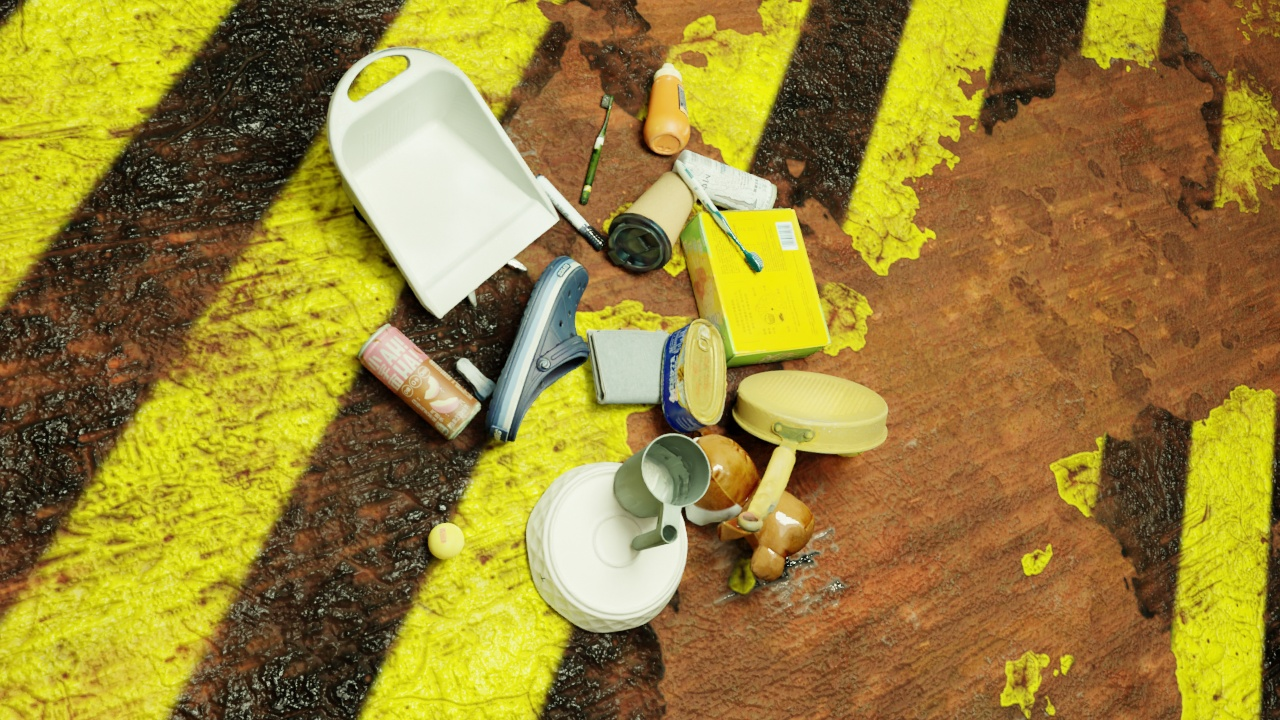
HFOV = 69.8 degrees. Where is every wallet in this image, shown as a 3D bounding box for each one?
[{"bbox_3d":[-0.007,0.007,1.185,0.129,0.037,0.106,2,68,-36],"label":"wallet"}]

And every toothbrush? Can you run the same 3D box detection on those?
[{"bbox_3d":[-0.063,-0.298,1.285,0.017,0.012,0.185,16,67,-9],"label":"toothbrush"},{"bbox_3d":[0.106,-0.196,1.236,0.018,0.016,0.191,-31,82,-38],"label":"toothbrush"}]

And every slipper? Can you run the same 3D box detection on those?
[{"bbox_3d":[-0.110,-0.014,1.114,0.095,0.105,0.252,23,68,-5],"label":"slipper"}]

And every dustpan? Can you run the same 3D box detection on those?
[{"bbox_3d":[-0.244,-0.230,1.094,0.258,0.143,0.222,45,64,1],"label":"dustpan"}]

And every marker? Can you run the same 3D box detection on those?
[{"bbox_3d":[-0.094,-0.200,1.233,0.130,0.023,0.018,47,36,-2],"label":"marker"}]

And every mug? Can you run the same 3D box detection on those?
[{"bbox_3d":[0.020,0.155,1.059,0.083,0.104,0.123,15,68,-17],"label":"mug"}]

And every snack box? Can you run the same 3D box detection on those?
[{"bbox_3d":[0.157,-0.101,1.270,0.157,0.070,0.210,-7,75,-23],"label":"snack box"}]

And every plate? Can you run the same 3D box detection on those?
[{"bbox_3d":[-0.033,0.219,1.101,0.204,0.046,0.204,7,69,-19],"label":"plate"}]

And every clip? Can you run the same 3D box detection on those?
[{"bbox_3d":[-0.202,0.021,1.117,0.058,0.036,0.025,48,65,-1],"label":"clip"}]

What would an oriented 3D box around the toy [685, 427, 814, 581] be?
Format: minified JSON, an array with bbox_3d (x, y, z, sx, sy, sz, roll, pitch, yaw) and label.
[{"bbox_3d":[0.118,0.173,1.146,0.131,0.140,0.199,-40,87,14],"label":"toy"}]

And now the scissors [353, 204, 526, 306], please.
[{"bbox_3d":[-0.253,-0.176,1.163,0.232,0.022,0.220,6,71,-18],"label":"scissors"}]

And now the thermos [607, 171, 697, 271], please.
[{"bbox_3d":[0.020,-0.190,1.242,0.093,0.093,0.142,37,55,-6],"label":"thermos"}]

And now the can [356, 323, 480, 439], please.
[{"bbox_3d":[-0.258,0.026,1.071,0.147,0.058,0.057,42,63,-3],"label":"can"}]

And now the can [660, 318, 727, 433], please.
[{"bbox_3d":[0.068,0.020,1.178,0.074,0.049,0.148,25,56,-35],"label":"can"}]

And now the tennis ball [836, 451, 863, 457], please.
[{"bbox_3d":[0.283,0.099,1.254,0.065,0.066,0.065,7,70,-19],"label":"tennis ball"}]

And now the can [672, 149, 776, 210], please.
[{"bbox_3d":[0.118,-0.250,1.313,0.146,0.058,0.058,17,67,-15],"label":"can"}]

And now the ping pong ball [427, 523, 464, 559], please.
[{"bbox_3d":[-0.219,0.204,1.034,0.040,0.040,0.040,7,70,-19],"label":"ping pong ball"}]

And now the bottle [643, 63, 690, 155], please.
[{"bbox_3d":[0.039,-0.370,1.324,0.066,0.067,0.149,12,61,-18],"label":"bottle"}]

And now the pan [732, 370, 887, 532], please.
[{"bbox_3d":[0.185,0.100,1.112,0.198,0.078,0.356,12,20,21],"label":"pan"}]
